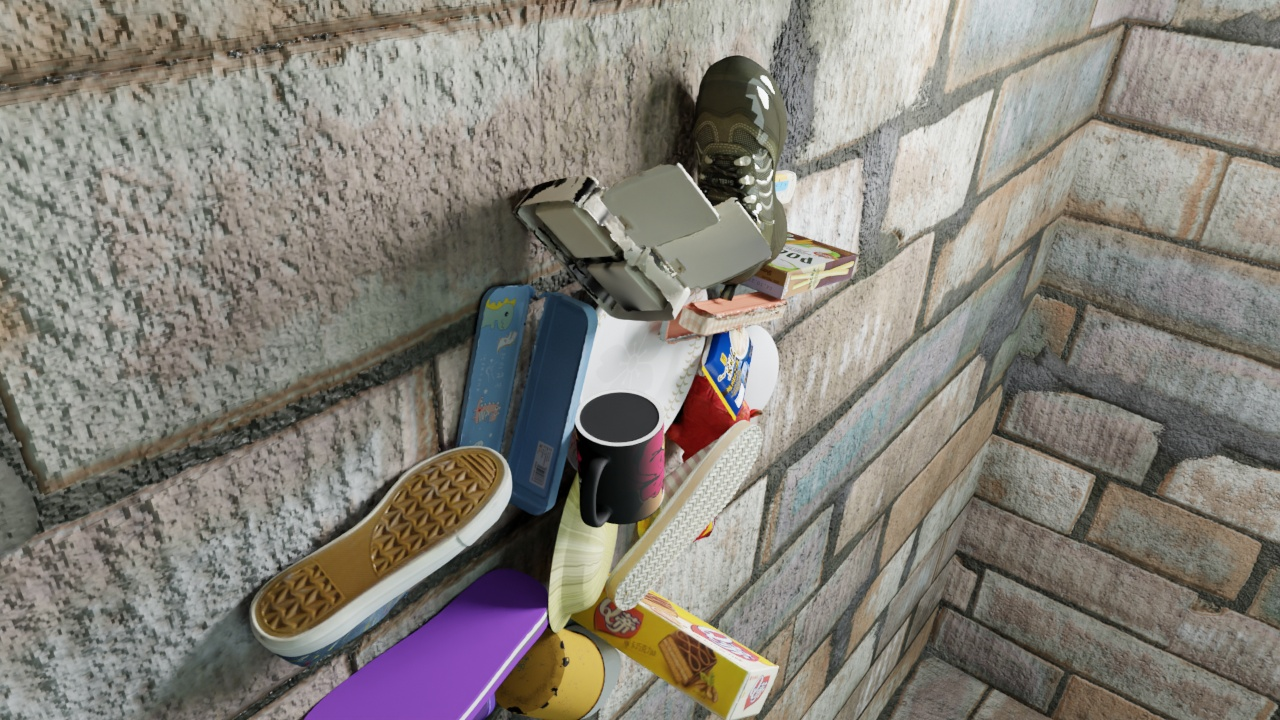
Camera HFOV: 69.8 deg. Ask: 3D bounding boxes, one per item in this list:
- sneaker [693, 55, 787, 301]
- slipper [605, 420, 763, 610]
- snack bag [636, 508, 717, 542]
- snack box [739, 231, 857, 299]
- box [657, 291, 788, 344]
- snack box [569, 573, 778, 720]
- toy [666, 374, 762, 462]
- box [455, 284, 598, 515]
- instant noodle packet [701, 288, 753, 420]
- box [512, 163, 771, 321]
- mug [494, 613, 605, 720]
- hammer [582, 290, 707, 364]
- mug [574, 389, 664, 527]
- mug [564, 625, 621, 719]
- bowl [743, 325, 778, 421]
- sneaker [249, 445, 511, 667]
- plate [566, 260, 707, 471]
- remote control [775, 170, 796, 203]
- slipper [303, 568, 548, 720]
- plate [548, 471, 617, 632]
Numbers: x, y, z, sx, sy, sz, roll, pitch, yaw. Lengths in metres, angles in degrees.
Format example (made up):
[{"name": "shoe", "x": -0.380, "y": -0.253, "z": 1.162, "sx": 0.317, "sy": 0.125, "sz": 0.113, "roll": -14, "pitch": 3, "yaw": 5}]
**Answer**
[{"name": "sneaker", "x": 0.077, "y": -0.163, "z": 0.898, "sx": 0.142, "sy": 0.101, "sz": 0.238, "roll": -55, "pitch": 145, "yaw": -38}, {"name": "slipper", "x": 0.046, "y": 0.170, "z": 1.053, "sx": 0.262, "sy": 0.052, "sz": 0.115, "roll": -48, "pitch": 150, "yaw": -17}, {"name": "snack bag", "x": 0.068, "y": 0.188, "z": 1.217, "sx": 0.207, "sy": 0.067, "sz": 0.139, "roll": -14, "pitch": 117, "yaw": -64}, {"name": "snack box", "x": 0.171, "y": -0.117, "z": 1.092, "sx": 0.185, "sy": 0.101, "sz": 0.032, "roll": -18, "pitch": 126, "yaw": -51}, {"name": "box", "x": 0.091, "y": -0.044, "z": 0.976, "sx": 0.071, "sy": 0.056, "sz": 0.186, "roll": -46, "pitch": 162, "yaw": 33}, {"name": "snack box", "x": 0.037, "y": 0.328, "z": 1.071, "sx": 0.110, "sy": 0.230, "sz": 0.061, "roll": 30, "pitch": 85, "yaw": -60}, {"name": "toy", "x": 0.086, "y": 0.089, "z": 1.113, "sx": 0.088, "sy": 0.094, "sz": 0.133, "roll": -18, "pitch": 125, "yaw": -56}, {"name": "box", "x": -0.104, "y": 0.041, "z": 0.806, "sx": 0.085, "sy": 0.073, "sz": 0.209, "roll": -10, "pitch": 119, "yaw": -50}, {"name": "instant noodle packet", "x": 0.101, "y": -0.008, "z": 1.063, "sx": 0.087, "sy": 0.026, "sz": 0.134, "roll": 55, "pitch": 35, "yaw": -35}, {"name": "box", "x": 0.000, "y": -0.096, "z": 0.734, "sx": 0.144, "sy": 0.188, "sz": 0.057, "roll": 47, "pitch": 56, "yaw": -32}, {"name": "mug", "x": -0.105, "y": 0.324, "z": 0.994, "sx": 0.094, "sy": 0.101, "sz": 0.123, "roll": 47, "pitch": 30, "yaw": -56}, {"name": "hammer", "x": 0.024, "y": -0.008, "z": 1.012, "sx": 0.329, "sy": 0.033, "sz": 0.132, "roll": -1, "pitch": 111, "yaw": -57}, {"name": "mug", "x": -0.025, "y": 0.100, "z": 0.848, "sx": 0.117, "sy": 0.082, "sz": 0.098, "roll": -55, "pitch": 152, "yaw": -48}, {"name": "mug", "x": -0.079, "y": 0.371, "z": 1.081, "sx": 0.115, "sy": 0.068, "sz": 0.094, "roll": 0, "pitch": 111, "yaw": -57}, {"name": "bowl", "x": 0.145, "y": 0.031, "z": 1.213, "sx": 0.149, "sy": 0.043, "sz": 0.150, "roll": -36, "pitch": 139, "yaw": -40}, {"name": "sneaker", "x": -0.195, "y": 0.162, "z": 0.741, "sx": 0.234, "sy": 0.087, "sz": 0.079, "roll": -37, "pitch": 146, "yaw": -32}, {"name": "plate", "x": -0.006, "y": 0.005, "z": 0.926, "sx": 0.241, "sy": 0.016, "sz": 0.243, "roll": -37, "pitch": 140, "yaw": -41}, {"name": "remote control", "x": 0.143, "y": -0.199, "z": 1.074, "sx": 0.125, "sy": 0.018, "sz": 0.038, "roll": -20, "pitch": 127, "yaw": -48}, {"name": "slipper", "x": -0.184, "y": 0.308, "z": 0.845, "sx": 0.265, "sy": 0.107, "sz": 0.084, "roll": -38, "pitch": 140, "yaw": -46}, {"name": "plate", "x": -0.050, "y": 0.193, "z": 0.957, "sx": 0.184, "sy": 0.036, "sz": 0.184, "roll": 10, "pitch": 89, "yaw": -81}]
